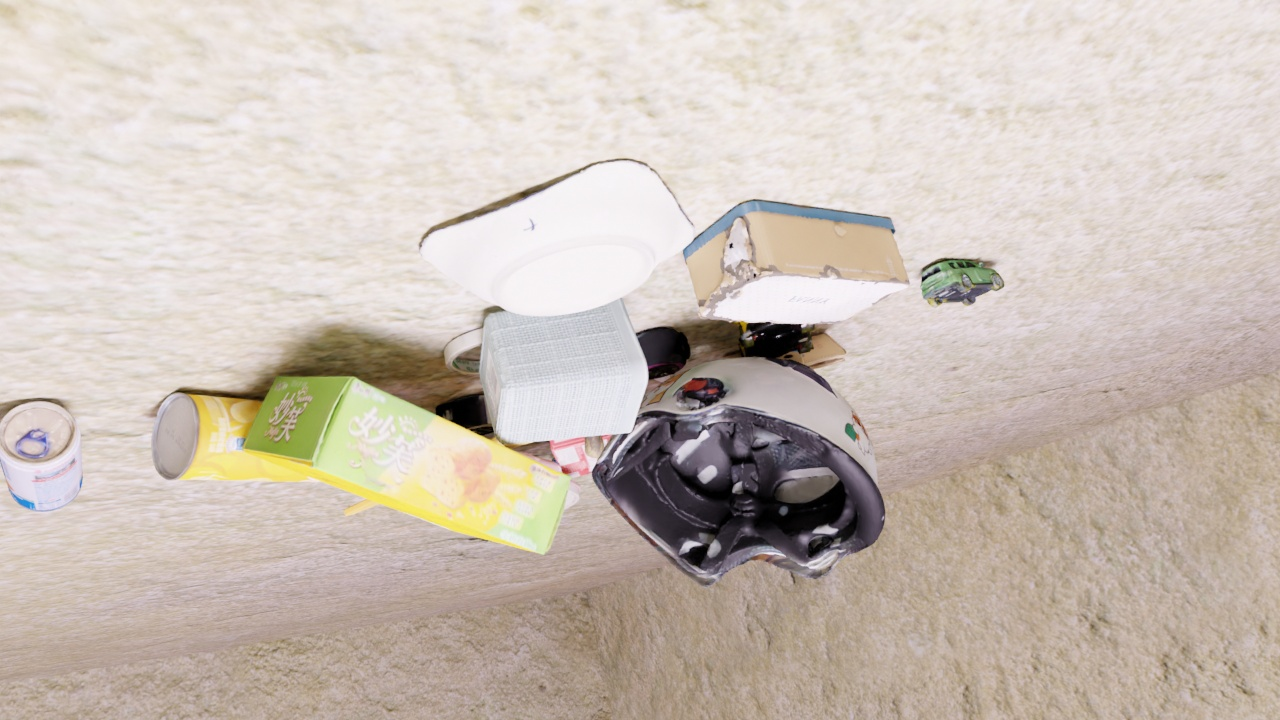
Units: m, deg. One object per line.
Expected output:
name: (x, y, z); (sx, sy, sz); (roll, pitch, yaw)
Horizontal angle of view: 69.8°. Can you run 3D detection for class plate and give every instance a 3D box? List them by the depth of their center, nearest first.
plate: (-0.047, -0.068, 0.622); (0.164, 0.034, 0.163); (-19, 162, 14)

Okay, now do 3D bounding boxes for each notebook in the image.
notebook: (-0.180, 0.100, 0.926); (0.206, 0.010, 0.145); (-26, 177, 8)

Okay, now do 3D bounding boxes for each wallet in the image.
wallet: (0.148, 0.001, 0.948); (0.115, 0.024, 0.087); (-12, -166, -2)

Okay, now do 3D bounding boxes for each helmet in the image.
helmet: (0.099, 0.085, 0.858); (0.275, 0.156, 0.230); (-23, 120, 37)

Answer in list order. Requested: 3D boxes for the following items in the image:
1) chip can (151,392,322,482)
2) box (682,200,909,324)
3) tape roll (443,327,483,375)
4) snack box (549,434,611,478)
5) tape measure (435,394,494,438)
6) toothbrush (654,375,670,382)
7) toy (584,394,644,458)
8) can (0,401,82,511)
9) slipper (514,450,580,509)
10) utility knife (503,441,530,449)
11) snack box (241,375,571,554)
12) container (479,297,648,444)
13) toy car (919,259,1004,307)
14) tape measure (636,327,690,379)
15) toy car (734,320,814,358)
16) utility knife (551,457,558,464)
chip can: (-0.302, 0.070, 0.797); (0.072, 0.072, 0.213); (-25, 159, 31)
box: (0.126, -0.071, 0.705); (0.184, 0.062, 0.090); (-2, 160, -40)
tape roll: (-0.124, -0.008, 0.780); (0.086, 0.014, 0.086); (-13, 163, -4)
snack box: (-0.066, 0.109, 1.117); (0.075, 0.025, 0.153); (-14, 160, -3)
tape measure: (-0.165, 0.058, 0.924); (0.066, 0.033, 0.066); (-15, 165, 10)
toothbrush: (-0.005, 0.005, 0.910); (0.016, 0.016, 0.180); (-13, 164, 20)
toy: (-0.032, 0.052, 0.977); (0.105, 0.066, 0.157); (-52, 158, 9)
can: (-0.466, 0.077, 0.715); (0.053, 0.053, 0.135); (-3, 160, -32)
slipper: (-0.198, 0.134, 1.076); (0.274, 0.054, 0.114); (13, 144, -27)
utility knife: (-0.146, 0.098, 1.086); (0.216, 0.022, 0.031); (-15, 166, 25)
snack box: (-0.184, 0.083, 0.729); (0.210, 0.070, 0.158); (31, 160, -36)
container: (-0.065, 0.010, 0.726); (0.111, 0.090, 0.090); (-8, 144, -19)
toy car: (0.303, -0.073, 0.868); (0.091, 0.036, 0.043); (0, 157, -36)
tape measure: (0.015, -0.004, 0.858); (0.057, 0.039, 0.057); (-1, 159, -36)
toy car: (0.126, -0.029, 0.861); (0.071, 0.041, 0.156); (-15, 168, 5)
utility knife: (-0.043, 0.096, 1.166); (0.034, 0.018, 0.219); (2, 155, -40)
